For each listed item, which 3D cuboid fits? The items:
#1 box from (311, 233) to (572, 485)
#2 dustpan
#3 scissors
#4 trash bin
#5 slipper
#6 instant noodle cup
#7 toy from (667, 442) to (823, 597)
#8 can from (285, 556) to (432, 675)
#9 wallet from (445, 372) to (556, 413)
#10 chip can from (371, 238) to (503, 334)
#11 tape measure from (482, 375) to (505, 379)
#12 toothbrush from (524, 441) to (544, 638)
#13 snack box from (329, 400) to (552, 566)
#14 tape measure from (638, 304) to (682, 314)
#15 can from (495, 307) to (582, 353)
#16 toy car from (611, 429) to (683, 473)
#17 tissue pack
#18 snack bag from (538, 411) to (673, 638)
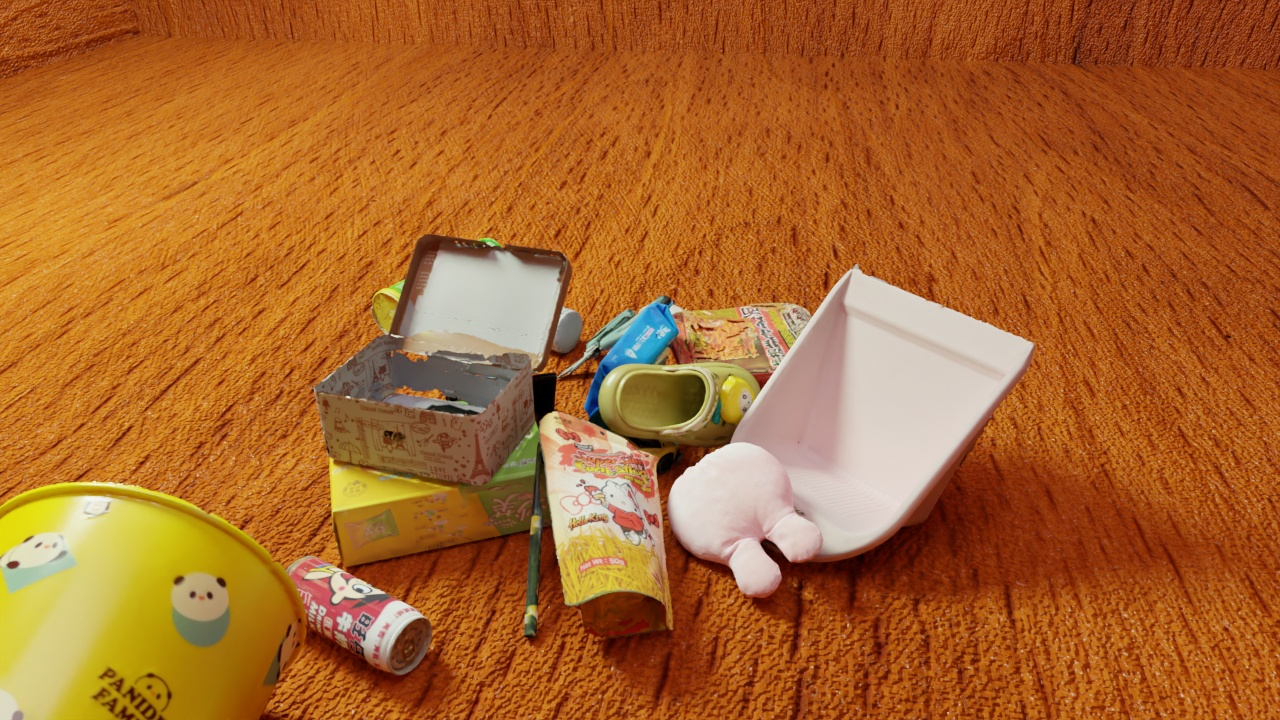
[{"bbox_3d":[-0.186,-0.004,0.920,0.179,0.124,0.273,9,53,15],"label":"box"},{"bbox_3d":[0.206,0.055,0.881,0.138,0.274,0.223,6,16,-44],"label":"dustpan"},{"bbox_3d":[-0.026,-0.035,1.141,0.180,0.019,0.172,-26,13,38],"label":"scissors"},{"bbox_3d":[-0.359,0.244,0.560,0.229,0.230,0.254,0,36,2],"label":"trash bin"},{"bbox_3d":[0.052,0.046,0.950,0.190,0.091,0.082,3,-1,-25],"label":"slipper"},{"bbox_3d":[0.126,-0.004,1.100,0.188,0.079,0.164,-4,30,-7],"label":"instant noodle cup"},{"bbox_3d":[0.094,0.146,0.849,0.121,0.054,0.159,-38,45,0],"label":"toy"},{"bbox_3d":[-0.239,0.211,0.764,0.133,0.053,0.053,17,35,28],"label":"can"},{"bbox_3d":[-0.154,0.043,1.022,0.122,0.096,0.020,-9,69,-12],"label":"wallet"},{"bbox_3d":[-0.273,-0.106,1.288,0.073,0.073,0.220,17,35,27],"label":"chip can"},{"bbox_3d":[-0.172,0.038,1.087,0.058,0.025,0.054,-1,28,-7],"label":"tape measure"},{"bbox_3d":[-0.090,0.156,0.820,0.017,0.012,0.185,10,55,-15],"label":"toothbrush"},{"bbox_3d":[-0.200,0.111,0.919,0.210,0.070,0.157,-9,31,-14],"label":"snack box"},{"bbox_3d":[0.028,-0.050,1.226,0.065,0.034,0.066,-14,33,-24],"label":"tape measure"},{"bbox_3d":[-0.149,-0.056,1.214,0.147,0.058,0.058,19,36,30],"label":"can"},{"bbox_3d":[-0.024,0.103,0.958,0.155,0.041,0.071,-22,38,-36],"label":"toy car"},{"bbox_3d":[-0.006,0.006,1.046,0.052,0.095,0.156,33,54,8],"label":"tissue pack"},{"bbox_3d":[-0.028,0.140,0.820,0.128,0.073,0.207,21,37,-25],"label":"snack bag"}]
